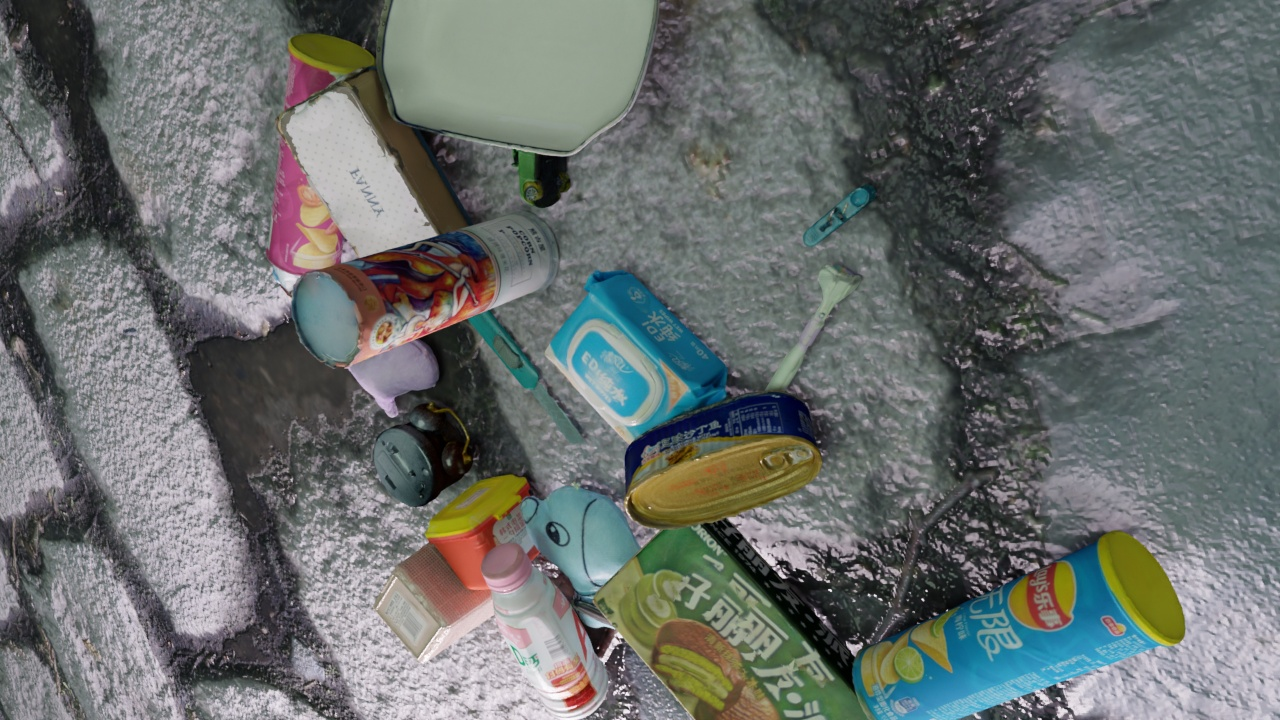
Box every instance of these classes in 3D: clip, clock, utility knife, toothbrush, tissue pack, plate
[{"bbox_3d":[0.131,-0.095,0.604,0.014,0.042,0.057,51,127,4],"label":"clip"},{"bbox_3d":[-0.206,0.090,0.890,0.082,0.055,0.122,53,127,6],"label":"clock"},{"bbox_3d":[-0.119,-0.010,0.815,0.216,0.013,0.029,51,128,7],"label":"utility knife"},{"bbox_3d":[0.104,0.011,0.668,0.029,0.020,0.190,18,125,-9],"label":"toothbrush"},{"bbox_3d":[0.021,0.247,0.793,0.181,0.018,0.016,22,131,10],"label":"toothbrush"},{"bbox_3d":[-0.004,0.004,0.710,0.140,0.063,0.090,46,127,11],"label":"tissue pack"},{"bbox_3d":[-0.091,-0.234,0.663,0.266,0.034,0.162,18,97,33],"label":"plate"}]

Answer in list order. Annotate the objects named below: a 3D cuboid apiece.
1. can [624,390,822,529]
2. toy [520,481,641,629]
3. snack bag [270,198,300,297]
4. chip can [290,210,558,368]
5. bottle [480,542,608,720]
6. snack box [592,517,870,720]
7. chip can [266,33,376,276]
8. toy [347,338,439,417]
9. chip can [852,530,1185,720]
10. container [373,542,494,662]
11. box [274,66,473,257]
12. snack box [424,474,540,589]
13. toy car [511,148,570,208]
[{"bbox_3d":[0.057,0.074,0.670,0.148,0.049,0.074,-22,132,18],"label":"can"},{"bbox_3d":[-0.038,0.176,0.813,0.161,0.049,0.156,16,117,21],"label":"toy"},{"bbox_3d":[-0.360,-0.110,0.935,0.048,0.026,0.104,33,124,35],"label":"snack bag"},{"bbox_3d":[-0.154,-0.059,0.692,0.071,0.214,0.071,13,115,30],"label":"chip can"},{"bbox_3d":[-0.089,0.242,0.824,0.068,0.068,0.197,5,132,33],"label":"bottle"},{"bbox_3d":[0.084,0.233,0.721,0.115,0.063,0.240,-46,79,15],"label":"snack box"},{"bbox_3d":[-0.292,-0.180,0.831,0.071,0.071,0.211,35,125,19],"label":"chip can"},{"bbox_3d":[-0.238,0.011,0.891,0.108,0.038,0.084,-22,112,35],"label":"toy"},{"bbox_3d":[0.241,0.188,0.611,0.071,0.071,0.211,52,129,6],"label":"chip can"},{"bbox_3d":[-0.188,0.222,0.894,0.090,0.110,0.090,45,127,12],"label":"container"},{"bbox_3d":[-0.212,-0.143,0.762,0.090,0.061,0.184,-15,120,21],"label":"box"},{"bbox_3d":[-0.138,0.161,0.851,0.082,0.091,0.080,-16,106,38],"label":"snack box"},{"bbox_3d":[-0.077,-0.164,0.707,0.036,0.043,0.091,12,113,29],"label":"toy car"}]
